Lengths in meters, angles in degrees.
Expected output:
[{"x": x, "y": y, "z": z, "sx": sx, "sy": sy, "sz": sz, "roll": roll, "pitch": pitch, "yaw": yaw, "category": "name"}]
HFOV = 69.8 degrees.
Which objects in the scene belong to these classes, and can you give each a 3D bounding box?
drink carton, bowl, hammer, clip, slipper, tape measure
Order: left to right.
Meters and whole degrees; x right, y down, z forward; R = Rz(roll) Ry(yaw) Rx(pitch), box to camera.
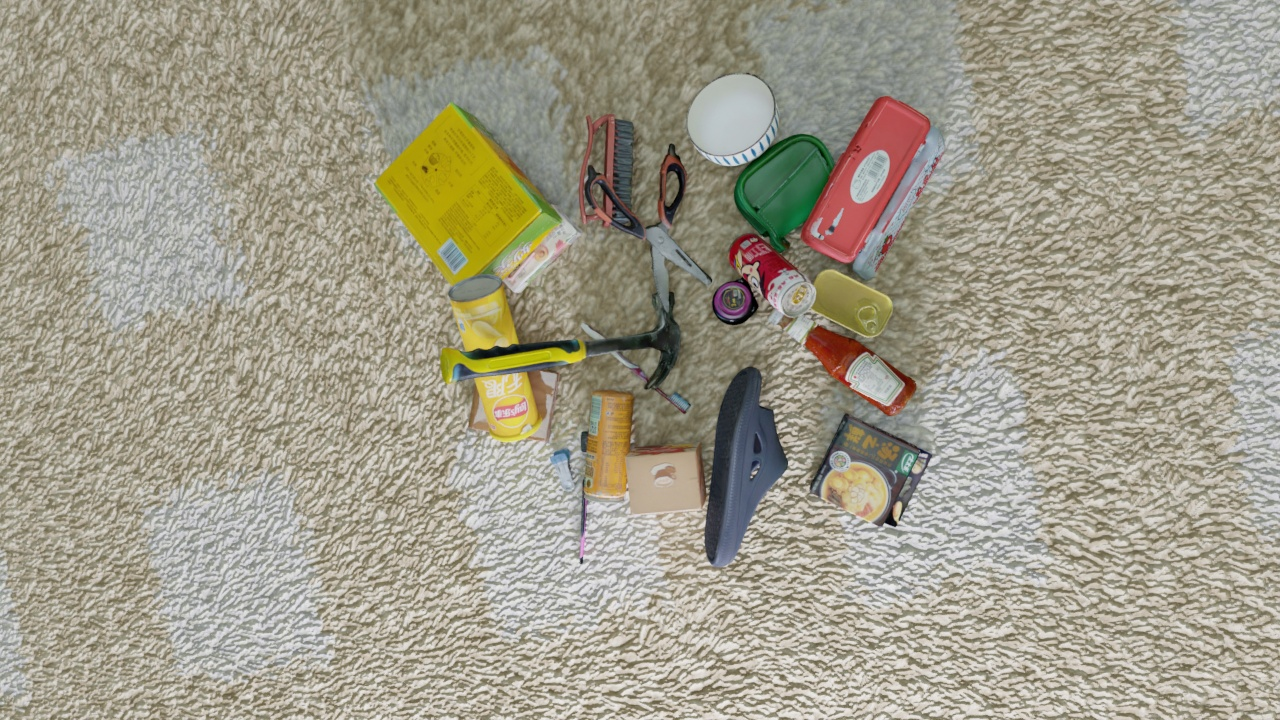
[{"x": -0.141, "y": -0.149, "z": 1.233, "sx": 0.122, "sy": 0.045, "sz": 0.053, "roll": -43, "pitch": 87, "yaw": 9, "category": "drink carton"}, {"x": -0.105, "y": 0.152, "z": 1.260, "sx": 0.027, "sy": 0.043, "sz": 0.058, "roll": -13, "pitch": 99, "yaw": 5, "category": "clip"}, {"x": -0.091, "y": -0.009, "z": 1.154, "sx": 0.322, "sy": 0.032, "sz": 0.126, "roll": -9, "pitch": 94, "yaw": -28, "category": "hammer"}, {"x": 0.123, "y": -0.075, "z": 1.204, "sx": 0.058, "sy": 0.039, "sz": 0.057, "roll": -26, "pitch": 80, "yaw": 2, "category": "tape measure"}, {"x": 0.123, "y": -0.298, "z": 1.168, "sx": 0.117, "sy": 0.066, "sz": 0.116, "roll": -7, "pitch": 72, "yaw": 22, "category": "bowl"}, {"x": 0.140, "y": 0.139, "z": 1.192, "sx": 0.083, "sy": 0.110, "sz": 0.268, "roll": 7, "pitch": 100, "yaw": -9, "category": "slipper"}]

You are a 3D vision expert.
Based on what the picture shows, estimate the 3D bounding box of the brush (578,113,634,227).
[{"x": -0.045, "y": -0.250, "z": 1.204, "sx": 0.069, "sy": 0.063, "sz": 0.146, "roll": 2, "pitch": 93, "yaw": -6, "category": "brush"}]

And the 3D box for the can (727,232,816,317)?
[{"x": 0.163, "y": -0.108, "z": 1.147, "sx": 0.053, "sy": 0.132, "sz": 0.053, "roll": -15, "pitch": 129, "yaw": -19, "category": "can"}]

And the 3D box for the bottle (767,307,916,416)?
[{"x": 0.255, "y": -0.007, "z": 1.180, "sx": 0.206, "sy": 0.059, "sz": 0.060, "roll": 36, "pitch": 97, "yaw": 5, "category": "bottle"}]

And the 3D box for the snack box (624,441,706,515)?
[{"x": 0.035, "y": 0.153, "z": 1.203, "sx": 0.093, "sy": 0.094, "sz": 0.077, "roll": -6, "pitch": 92, "yaw": 8, "category": "snack box"}]

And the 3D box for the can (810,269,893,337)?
[{"x": 0.261, "y": -0.073, "z": 1.162, "sx": 0.102, "sy": 0.083, "sz": 0.057, "roll": 27, "pitch": 97, "yaw": 5, "category": "can"}]

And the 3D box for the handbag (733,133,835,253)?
[{"x": 0.191, "y": -0.217, "z": 1.176, "sx": 0.131, "sy": 0.068, "sz": 0.120, "roll": -36, "pitch": 97, "yaw": 7, "category": "handbag"}]

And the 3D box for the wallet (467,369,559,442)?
[{"x": -0.175, "y": 0.055, "z": 1.265, "sx": 0.115, "sy": 0.020, "sz": 0.101, "roll": 10, "pitch": 96, "yaw": 5, "category": "wallet"}]

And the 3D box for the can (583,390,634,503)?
[{"x": -0.043, "y": 0.114, "z": 1.229, "sx": 0.058, "sy": 0.058, "sz": 0.146, "roll": 6, "pitch": 94, "yaw": 7, "category": "can"}]

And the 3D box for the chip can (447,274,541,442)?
[{"x": -0.185, "y": -0.001, "z": 1.175, "sx": 0.072, "sy": 0.072, "sz": 0.214, "roll": -8, "pitch": 120, "yaw": 8, "category": "chip can"}]

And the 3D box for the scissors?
[{"x": 0.014, "y": -0.175, "z": 1.186, "sx": 0.188, "sy": 0.015, "sz": 0.225, "roll": 4, "pitch": 89, "yaw": -25, "category": "scissors"}]

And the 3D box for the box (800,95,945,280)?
[{"x": 0.298, "y": -0.206, "z": 1.129, "sx": 0.154, "sy": 0.074, "sz": 0.201, "roll": 24, "pitch": 99, "yaw": -32, "category": "box"}]

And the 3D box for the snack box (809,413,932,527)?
[{"x": 0.300, "y": 0.146, "z": 1.192, "sx": 0.126, "sy": 0.053, "sz": 0.113, "roll": 25, "pitch": 97, "yaw": 11, "category": "snack box"}]

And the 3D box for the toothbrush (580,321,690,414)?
[{"x": -0.007, "y": 0.007, "z": 1.239, "sx": 0.187, "sy": 0.016, "sz": 0.017, "roll": 40, "pitch": 90, "yaw": 4, "category": "toothbrush"}]

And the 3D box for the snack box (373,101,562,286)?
[{"x": -0.227, "y": -0.208, "z": 1.204, "sx": 0.158, "sy": 0.070, "sz": 0.210, "roll": -43, "pitch": 73, "yaw": 11, "category": "snack box"}]

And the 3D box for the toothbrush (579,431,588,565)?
[{"x": -0.079, "y": 0.189, "z": 1.262, "sx": 0.018, "sy": 0.014, "sz": 0.189, "roll": 6, "pitch": 95, "yaw": 17, "category": "toothbrush"}]
